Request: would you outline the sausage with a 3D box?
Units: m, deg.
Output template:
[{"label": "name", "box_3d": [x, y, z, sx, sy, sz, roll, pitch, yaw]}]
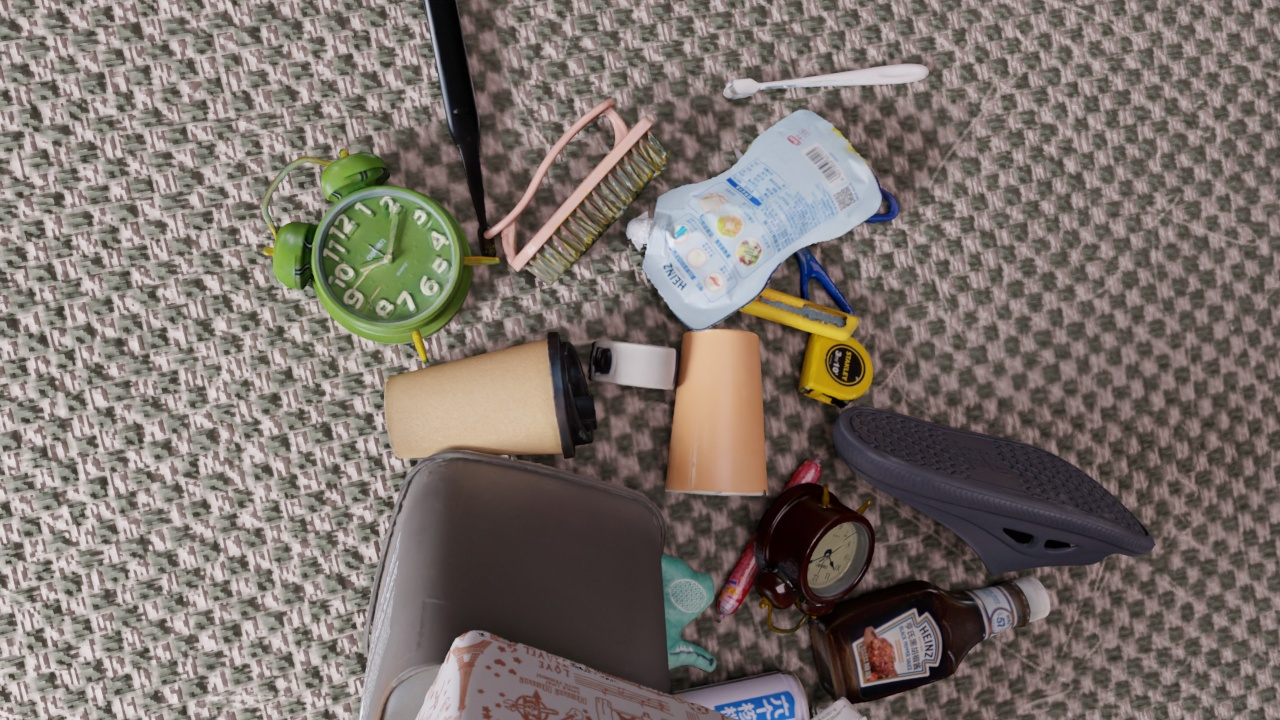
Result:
[{"label": "sausage", "box_3d": [0.101, 0.140, 0.729, 0.020, 0.020, 0.155, 34, 83, -8]}]

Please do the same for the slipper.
[{"label": "slipper", "box_3d": [0.268, 0.111, 0.730, 0.268, 0.110, 0.083, 17, 116, -9]}]

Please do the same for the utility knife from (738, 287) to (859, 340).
[{"label": "utility knife", "box_3d": [0.100, -0.048, 0.722, 0.154, 0.015, 0.033, 17, 55, -3]}]

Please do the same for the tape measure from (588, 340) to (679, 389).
[{"label": "tape measure", "box_3d": [-0.004, 0.004, 0.688, 0.065, 0.066, 0.033, 5, 89, -11]}]

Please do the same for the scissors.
[{"label": "scissors", "box_3d": [0.135, -0.104, 0.743, 0.162, 0.012, 0.176, -26, 93, -9]}]

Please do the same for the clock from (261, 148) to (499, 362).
[{"label": "clock", "box_3d": [-0.194, -0.081, 0.660, 0.161, 0.056, 0.116, 35, 82, -7]}]

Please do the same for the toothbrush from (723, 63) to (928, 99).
[{"label": "toothbrush", "box_3d": [0.153, -0.228, 0.749, 0.180, 0.016, 0.016, -9, 93, -13]}]

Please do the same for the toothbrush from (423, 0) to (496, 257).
[{"label": "toothbrush", "box_3d": [-0.133, -0.180, 0.687, 0.026, 0.027, 0.212, -12, 93, -19]}]

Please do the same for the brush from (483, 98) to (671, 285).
[{"label": "brush", "box_3d": [-0.048, -0.124, 0.685, 0.073, 0.063, 0.145, 43, 84, -11]}]

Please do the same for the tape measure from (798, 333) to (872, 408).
[{"label": "tape measure", "box_3d": [0.155, 0.008, 0.734, 0.057, 0.029, 0.059, 20, 66, -10]}]

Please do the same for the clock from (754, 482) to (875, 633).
[{"label": "clock", "box_3d": [0.129, 0.152, 0.703, 0.082, 0.055, 0.122, 22, 93, -38]}]

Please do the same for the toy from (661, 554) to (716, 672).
[{"label": "toy", "box_3d": [0.027, 0.202, 0.710, 0.096, 0.030, 0.092, 29, 89, -16]}]

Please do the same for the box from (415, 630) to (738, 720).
[{"label": "box", "box_3d": [-0.057, 0.280, 0.427, 0.178, 0.106, 0.272, 24, 91, -13]}]

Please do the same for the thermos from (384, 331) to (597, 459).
[{"label": "thermos", "box_3d": [-0.106, 0.032, 0.662, 0.143, 0.093, 0.093, -8, 90, -2]}]

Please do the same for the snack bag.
[{"label": "snack bag", "box_3d": [0.085, -0.110, 0.707, 0.191, 0.039, 0.110, -35, 83, -10]}]

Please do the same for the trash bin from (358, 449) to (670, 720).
[{"label": "trash bin", "box_3d": [-0.082, 0.196, 0.571, 0.198, 0.219, 0.199, 15, 105, -10]}]

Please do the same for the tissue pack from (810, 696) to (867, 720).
[{"label": "tissue pack", "box_3d": [0.145, 0.322, 0.686, 0.090, 0.063, 0.140, -33, 130, -9]}]

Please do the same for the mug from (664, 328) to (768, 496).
[{"label": "mug", "box_3d": [0.060, 0.040, 0.697, 0.078, 0.078, 0.122, 4, 84, -10]}]

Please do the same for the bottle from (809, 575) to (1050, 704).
[{"label": "bottle", "box_3d": [0.236, 0.216, 0.740, 0.194, 0.044, 0.080, -13, 95, -11]}]

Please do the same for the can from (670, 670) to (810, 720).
[{"label": "can", "box_3d": [0.058, 0.275, 0.701, 0.134, 0.053, 0.053, -7, 90, -11]}]
